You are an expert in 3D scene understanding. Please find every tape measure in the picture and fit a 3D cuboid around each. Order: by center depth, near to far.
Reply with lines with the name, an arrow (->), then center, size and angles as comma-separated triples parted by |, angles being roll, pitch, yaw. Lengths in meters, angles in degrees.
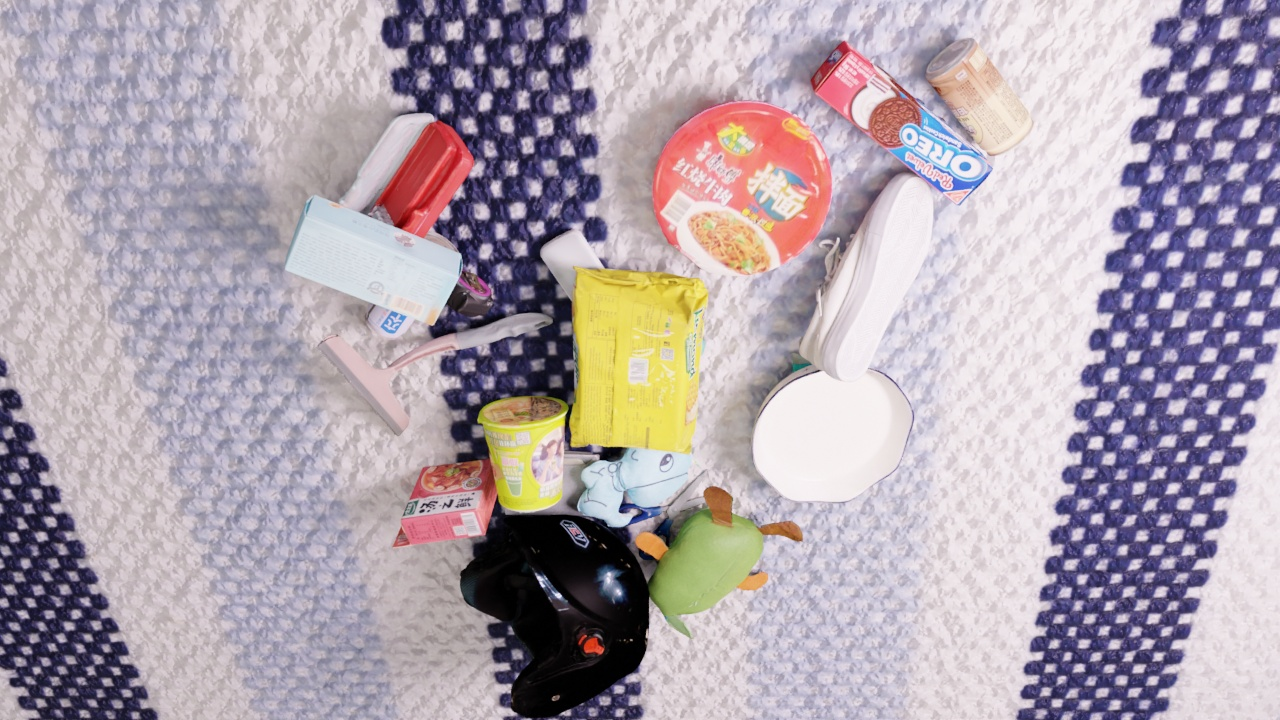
tape measure -> -0.204, -0.080, 1.085 | 0.057, 0.058, 0.039 | 9, 124, -54

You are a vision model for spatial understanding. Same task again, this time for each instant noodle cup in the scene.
instant noodle cup -> 0.108, -0.193, 1.005 | 0.194, 0.065, 0.194 | 1, 118, 1
instant noodle cup -> -0.142, 0.119, 1.146 | 0.112, 0.111, 0.123 | -1, 106, 4

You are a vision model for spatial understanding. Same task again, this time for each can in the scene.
can -> 0.352, -0.273, 0.953 | 0.059, 0.058, 0.116 | -39, 110, 21
can -> -0.272, -0.087, 1.087 | 0.053, 0.053, 0.135 | 35, 114, -15

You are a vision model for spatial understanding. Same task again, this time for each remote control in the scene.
remote control -> -0.063, -0.091, 1.093 | 0.056, 0.020, 0.136 | -28, 114, 16

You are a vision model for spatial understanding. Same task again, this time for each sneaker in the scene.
sneaker -> 0.251, -0.100, 1.049 | 0.089, 0.091, 0.242 | 14, 102, -38

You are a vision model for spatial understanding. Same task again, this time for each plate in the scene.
plate -> 0.236, 0.087, 1.148 | 0.205, 0.045, 0.205 | -3, 119, -6

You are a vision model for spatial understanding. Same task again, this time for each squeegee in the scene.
squeegee -> -0.227, -0.015, 1.116 | 0.249, 0.040, 0.248 | -21, 151, -4

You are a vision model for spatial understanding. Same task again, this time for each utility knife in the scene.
utility knife -> 0.215, 0.068, 1.170 | 0.029, 0.013, 0.187 | -7, 120, 9

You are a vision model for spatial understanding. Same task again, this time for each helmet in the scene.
helmet -> -0.100, 0.316, 1.198 | 0.229, 0.233, 0.275 | -15, 126, -24

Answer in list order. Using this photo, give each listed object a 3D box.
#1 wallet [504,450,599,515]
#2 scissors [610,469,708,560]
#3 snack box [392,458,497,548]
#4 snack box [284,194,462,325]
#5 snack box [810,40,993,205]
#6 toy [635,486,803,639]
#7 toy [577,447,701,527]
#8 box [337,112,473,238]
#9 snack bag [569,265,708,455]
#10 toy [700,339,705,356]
wallet -> -0.119, 0.164, 1.225 | 0.130, 0.037, 0.107 | 1, 119, 2
scissors -> 0.037, 0.215, 1.259 | 0.162, 0.012, 0.163 | 1, 117, 1
snack box -> -0.257, 0.184, 1.199 | 0.127, 0.113, 0.044 | -9, 119, 8
snack box -> -0.288, -0.107, 0.996 | 0.174, 0.051, 0.074 | 21, 123, -22
snack box -> 0.277, -0.249, 0.971 | 0.207, 0.058, 0.057 | 34, 118, -14
toy -> 0.092, 0.268, 1.242 | 0.227, 0.089, 0.247 | 26, 121, -22
toy -> -0.001, 0.150, 1.197 | 0.156, 0.049, 0.162 | 1, 115, -12
box -> -0.285, -0.181, 1.010 | 0.202, 0.095, 0.098 | -48, 151, 24
snack bag -> -0.006, 0.006, 1.087 | 0.158, 0.068, 0.247 | 6, 119, 6
toy -> 0.043, -0.002, 1.133 | 0.096, 0.030, 0.092 | 35, 119, -23
